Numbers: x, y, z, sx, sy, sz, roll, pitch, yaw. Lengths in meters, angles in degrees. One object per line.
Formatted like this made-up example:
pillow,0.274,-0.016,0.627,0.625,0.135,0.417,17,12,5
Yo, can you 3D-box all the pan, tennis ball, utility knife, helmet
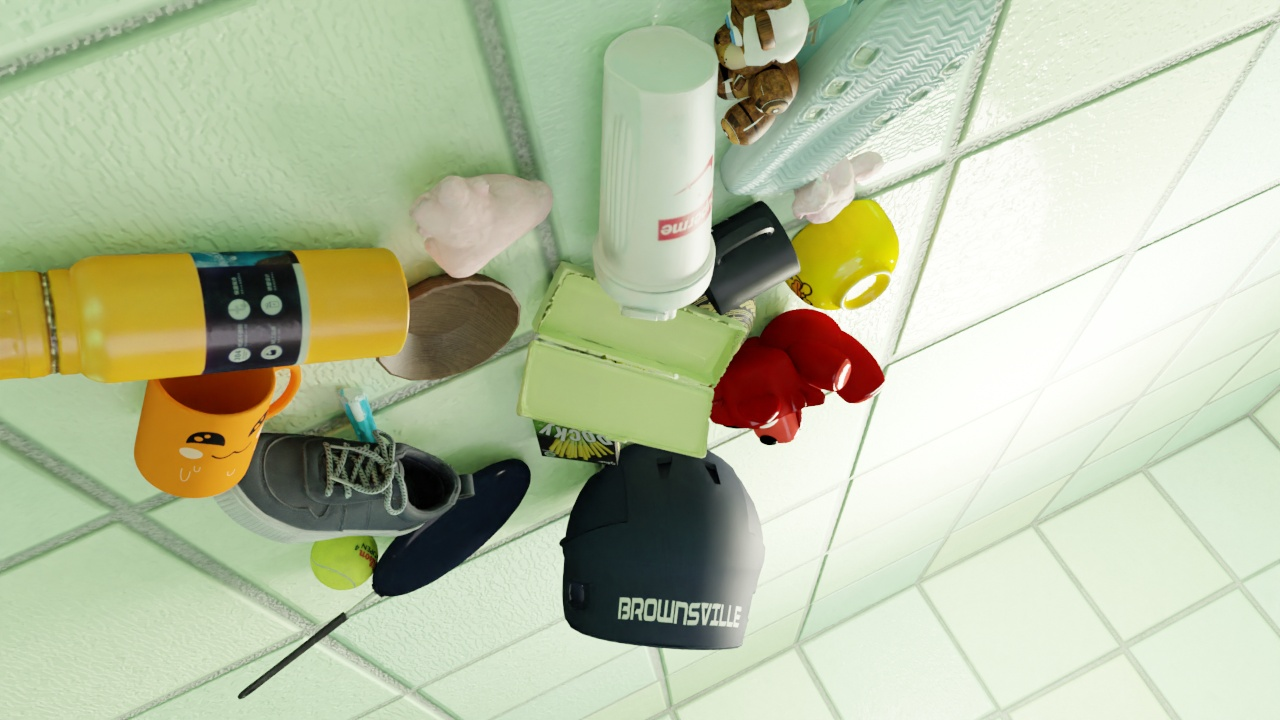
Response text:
pan,-0.251,0.225,0.939,0.355,0.021,0.199,-37,162,-19
tennis ball,-0.296,0.197,0.918,0.065,0.065,0.065,-22,151,-13
utility knife,-0.242,0.058,0.799,0.022,0.015,0.124,-8,150,-11
helmet,0.024,0.201,1.066,0.232,0.223,0.273,7,171,-13

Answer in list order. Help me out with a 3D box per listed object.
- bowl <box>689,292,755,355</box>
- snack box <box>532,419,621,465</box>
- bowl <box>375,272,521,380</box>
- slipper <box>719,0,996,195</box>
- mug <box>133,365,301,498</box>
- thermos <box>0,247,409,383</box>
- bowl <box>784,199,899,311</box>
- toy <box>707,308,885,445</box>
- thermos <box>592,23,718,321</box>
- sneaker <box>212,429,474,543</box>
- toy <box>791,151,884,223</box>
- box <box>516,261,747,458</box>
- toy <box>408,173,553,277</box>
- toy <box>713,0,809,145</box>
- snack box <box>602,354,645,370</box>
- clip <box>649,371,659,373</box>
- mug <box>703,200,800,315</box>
bowl,0.064,-0.031,0.873,0.112,0.061,0.113,-21,150,-13
snack box,-0.063,0.056,0.896,0.080,0.025,0.148,7,149,6
bowl,-0.153,-0.032,0.714,0.117,0.030,0.118,-21,151,-13
slipper,0.137,-0.202,0.659,0.103,0.074,0.246,-5,159,-34
mug,-0.295,0.033,0.656,0.112,0.077,0.096,-25,158,-48
thermos,-0.271,-0.025,0.576,0.232,0.076,0.092,-7,148,-35
bowl,0.202,-0.091,0.891,0.117,0.067,0.117,-21,150,-13
toy,0.135,0.024,0.938,0.196,0.159,0.120,-26,112,-37
thermos,0.009,-0.120,0.654,0.099,0.099,0.221,-21,146,-15
sneaker,-0.242,0.101,0.771,0.088,0.089,0.235,-24,156,27
toy,0.164,-0.151,0.786,0.109,0.047,0.064,-19,150,-46
box,-0.008,0.003,0.792,0.187,0.047,0.141,14,92,-27
toy,-0.115,-0.097,0.618,0.099,0.052,0.095,-35,158,16
toy,0.074,-0.203,0.586,0.067,0.087,0.113,-14,145,7
snack box,-0.015,0.000,0.877,0.028,0.040,0.148,-18,150,-20
clip,0.006,0.034,0.975,0.101,0.040,0.054,-8,164,-34
mug,0.084,-0.091,0.774,0.077,0.071,0.105,-29,169,1
